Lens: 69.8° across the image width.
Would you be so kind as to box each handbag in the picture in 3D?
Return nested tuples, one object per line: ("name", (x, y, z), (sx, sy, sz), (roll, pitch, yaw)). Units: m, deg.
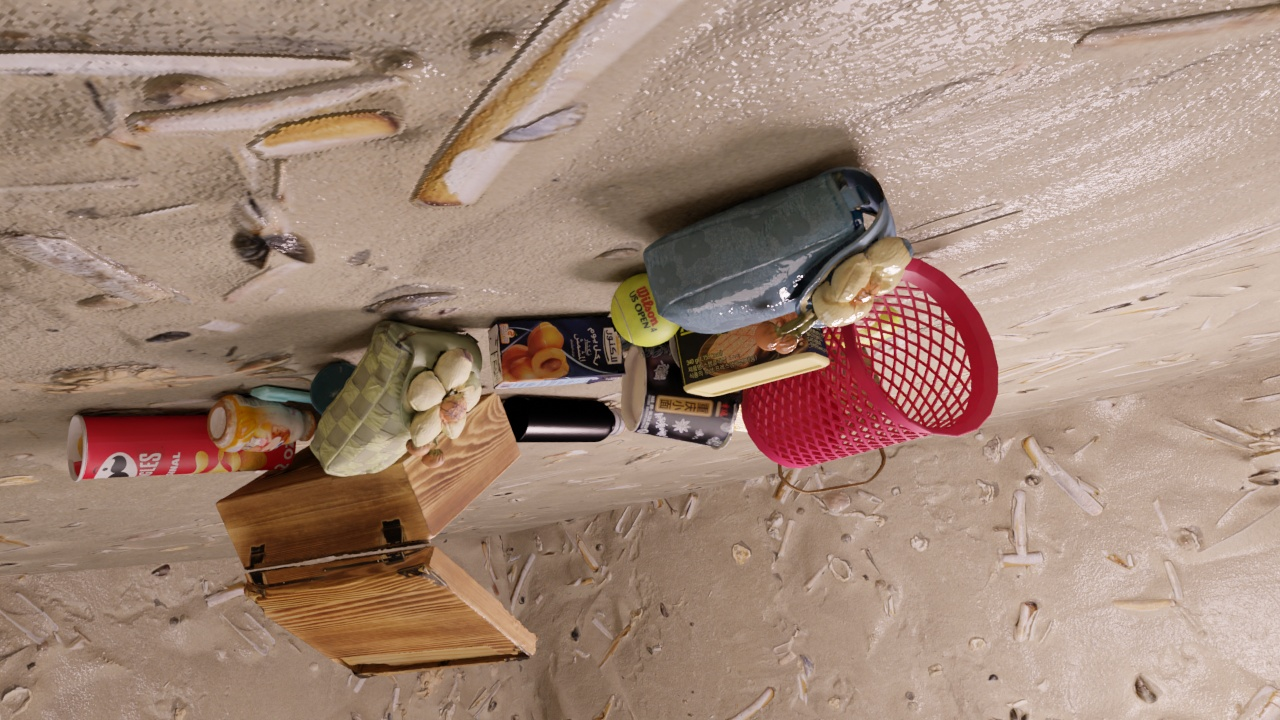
("handbag", (0.105, -0.065, 0.693), (0.192, 0.118, 0.121), (-19, 165, 14))
("handbag", (-0.221, 0.050, 0.868), (0.187, 0.117, 0.113), (-51, 155, 16))

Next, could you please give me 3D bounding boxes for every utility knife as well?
("utility knife", (-0.361, 0.046, 1.044), (0.022, 0.015, 0.179), (-15, 164, 27))

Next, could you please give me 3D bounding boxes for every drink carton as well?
("drink carton", (-0.082, -0.009, 0.911), (0.130, 0.064, 0.040), (-4, 172, -23))

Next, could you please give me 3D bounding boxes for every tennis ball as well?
("tennis ball", (0.006, -0.045, 0.816), (0.065, 0.065, 0.065), (-9, 167, -2))

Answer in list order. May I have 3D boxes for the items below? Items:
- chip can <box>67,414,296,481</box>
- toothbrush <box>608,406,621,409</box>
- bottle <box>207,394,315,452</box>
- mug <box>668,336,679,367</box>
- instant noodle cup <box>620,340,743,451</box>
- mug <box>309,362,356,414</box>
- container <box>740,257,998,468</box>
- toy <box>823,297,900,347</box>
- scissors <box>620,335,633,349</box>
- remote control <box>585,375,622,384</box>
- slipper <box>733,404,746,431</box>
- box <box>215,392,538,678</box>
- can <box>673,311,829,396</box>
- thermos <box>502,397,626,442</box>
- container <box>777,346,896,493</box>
("chip can", (-0.505, 0.094, 1.024), (0.220, 0.069, 0.069), (2, 162, -43))
("toothbrush", (0.006, 0.057, 1.367), (0.018, 0.015, 0.182), (10, 157, -42))
("bottle", (-0.412, 0.070, 1.004), (0.063, 0.063, 0.108), (-19, 164, 34))
("mug", (0.103, -0.024, 0.944), (0.122, 0.085, 0.094), (-24, 163, 23))
("instant noodle cup", (0.042, 0.034, 1.056), (0.112, 0.137, 0.137), (3, 164, -16))
("mug", (-0.300, 0.047, 0.975), (0.078, 0.078, 0.121), (-10, 163, 0))
("container", (0.219, 0.023, 0.959), (0.182, 0.183, 0.226), (-2, 160, -31))
("toy", (0.246, -0.044, 1.046), (0.092, 0.046, 0.115), (-17, 158, 24))
("scissors", (-0.031, -0.020, 1.003), (0.140, 0.019, 0.128), (-11, 167, -4))
("remote control", (-0.007, 0.007, 1.137), (0.136, 0.015, 0.032), (-12, 167, 11))
("slipper", (0.154, 0.010, 1.150), (0.099, 0.078, 0.264), (-7, 150, -9))
("box", (-0.297, 0.248, 1.108), (0.280, 0.315, 0.281), (-12, -168, 22))
("can", (0.097, -0.033, 0.848), (0.135, 0.104, 0.075), (-16, 166, 27))
("thermos", (-0.096, 0.087, 1.311), (0.061, 0.061, 0.230), (-20, 164, 38))
("container", (0.268, 0.096, 1.341), (0.157, 0.186, 0.250), (-9, 167, -4))
